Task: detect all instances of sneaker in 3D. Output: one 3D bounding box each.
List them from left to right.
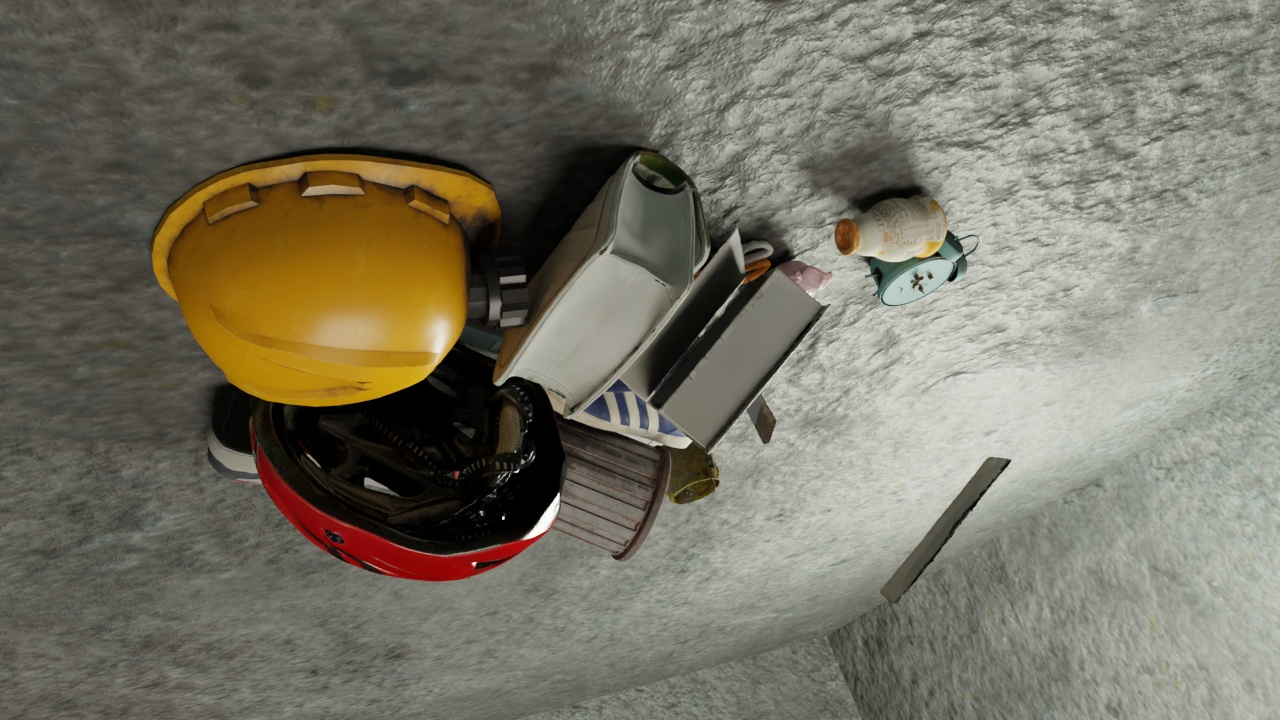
[{"bbox_3d":[-0.311,0.090,0.901,0.239,0.088,0.125,15,146,-38],"label":"sneaker"},{"bbox_3d":[-0.005,0.007,0.953,0.233,0.091,0.119,23,113,-31],"label":"sneaker"}]

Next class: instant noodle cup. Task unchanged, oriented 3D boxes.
[{"bbox_3d":[0.051,0.122,1.181,0.102,0.108,0.102,-17,151,-10],"label":"instant noodle cup"}]

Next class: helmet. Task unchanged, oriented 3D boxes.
[{"bbox_3d":[-0.212,-0.036,0.675,0.255,0.131,0.206,-8,151,-22],"label":"helmet"},{"bbox_3d":[-0.198,0.083,0.786,0.272,0.216,0.167,22,136,-16],"label":"helmet"}]

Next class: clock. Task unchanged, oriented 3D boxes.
[{"bbox_3d":[0.309,-0.107,1.004,0.124,0.053,0.090,-27,154,12],"label":"clock"}]

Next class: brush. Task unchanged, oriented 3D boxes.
[{"bbox_3d":[0.111,0.023,1.001,0.008,0.143,0.045,-15,144,-15],"label":"brush"}]

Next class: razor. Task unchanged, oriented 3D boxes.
[{"bbox_3d":[-0.132,-0.028,0.848,0.142,0.052,0.047,17,133,-37],"label":"razor"}]

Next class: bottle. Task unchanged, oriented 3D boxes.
[{"bbox_3d":[0.246,-0.128,0.907,0.108,0.063,0.063,-10,151,-20],"label":"bottle"}]

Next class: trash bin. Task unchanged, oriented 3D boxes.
[{"bbox_3d":[-0.074,0.121,0.971,0.211,0.130,0.131,23,138,-12],"label":"trash bin"}]

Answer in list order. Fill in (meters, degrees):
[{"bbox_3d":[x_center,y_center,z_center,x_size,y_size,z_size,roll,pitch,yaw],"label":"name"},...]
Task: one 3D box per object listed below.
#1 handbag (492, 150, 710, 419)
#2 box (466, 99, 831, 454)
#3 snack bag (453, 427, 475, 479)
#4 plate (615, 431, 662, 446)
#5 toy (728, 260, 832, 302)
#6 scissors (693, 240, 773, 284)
[{"bbox_3d":[-0.032,-0.058,0.755,0.096,0.141,0.199,27,135,-17],"label":"handbag"},{"bbox_3d":[-0.033,-0.096,0.873,0.169,0.404,0.171,-51,168,-2],"label":"box"},{"bbox_3d":[-0.189,0.147,1.117,0.077,0.041,0.226,3,147,-10],"label":"snack bag"},{"bbox_3d":[-0.023,0.080,1.081,0.134,0.011,0.135,1,144,1],"label":"plate"},{"bbox_3d":[0.146,-0.073,0.958,0.063,0.047,0.110,5,150,-45],"label":"toy"},{"bbox_3d":[0.073,-0.089,0.910,0.130,0.013,0.070,-15,152,-15],"label":"scissors"}]
